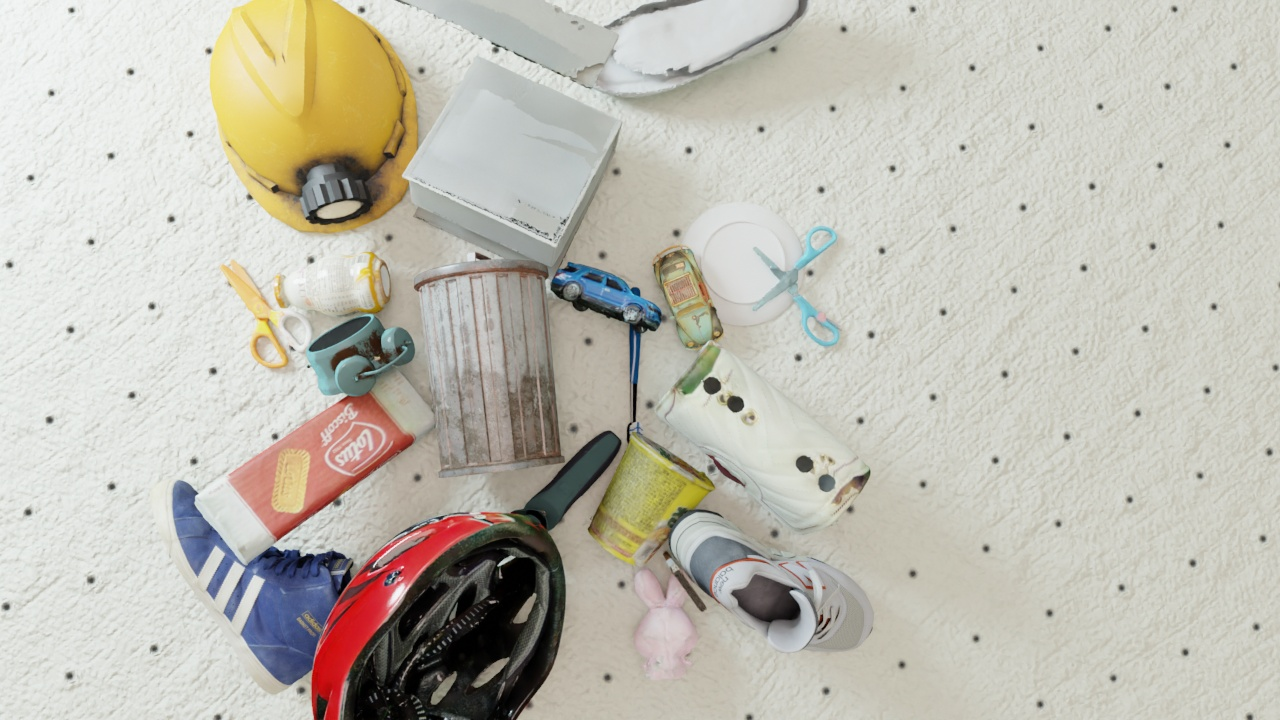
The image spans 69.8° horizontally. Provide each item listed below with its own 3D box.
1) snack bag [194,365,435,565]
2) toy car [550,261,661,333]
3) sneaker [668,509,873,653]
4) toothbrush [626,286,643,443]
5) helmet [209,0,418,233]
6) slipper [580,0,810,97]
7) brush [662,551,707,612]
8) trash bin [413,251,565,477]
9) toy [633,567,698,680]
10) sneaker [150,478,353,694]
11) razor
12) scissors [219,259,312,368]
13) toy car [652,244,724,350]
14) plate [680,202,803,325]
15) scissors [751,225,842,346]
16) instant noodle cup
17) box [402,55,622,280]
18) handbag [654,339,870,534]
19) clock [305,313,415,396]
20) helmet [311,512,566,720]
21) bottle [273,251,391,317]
[{"bbox_3d":[-0.302,0.095,0.878,0.224,0.041,0.077,-38,86,-28],"label":"snack bag"},{"bbox_3d":[-0.033,-0.065,0.935,0.120,0.056,0.043,23,84,13],"label":"toy car"},{"bbox_3d":[0.138,0.231,0.858,0.239,0.124,0.089,29,96,-15],"label":"sneaker"},{"bbox_3d":[-0.006,0.006,0.957,0.014,0.014,0.167,6,82,-37],"label":"toothbrush"},{"bbox_3d":[-0.337,-0.267,0.911,0.205,0.131,0.255,-18,84,-5],"label":"helmet"},{"bbox_3d":[0.055,-0.345,0.968,0.247,0.074,0.112,-18,78,5],"label":"slipper"},{"bbox_3d":[0.035,0.200,0.872,0.008,0.143,0.045,-36,96,-5],"label":"brush"},{"bbox_3d":[-0.146,0.001,0.893,0.131,0.131,0.211,-7,86,-4],"label":"trash bin"},{"bbox_3d":[0.024,0.261,0.915,0.063,0.047,0.110,2,72,-6],"label":"toy"},{"bbox_3d":[-0.354,0.188,0.878,0.118,0.091,0.233,-31,87,-2],"label":"sneaker"},{"bbox_3d":[-0.073,0.127,0.928,0.047,0.052,0.142,44,74,0],"label":"razor"},{"bbox_3d":[-0.387,-0.056,0.943,0.070,0.013,0.130,-31,87,-7],"label":"scissors"},{"bbox_3d":[0.046,-0.066,0.948,0.047,0.047,0.112,-23,85,12],"label":"toy car"},{"bbox_3d":[0.109,-0.104,0.977,0.134,0.011,0.134,0,84,-3],"label":"plate"},{"bbox_3d":[0.177,-0.083,0.972,0.135,0.015,0.135,46,73,-12],"label":"scissors"},{"bbox_3d":[0.005,0.140,0.906,0.102,0.102,0.108,33,92,1],"label":"instant noodle cup"},{"bbox_3d":[-0.137,-0.181,1.076,0.169,0.404,0.171,25,82,0],"label":"box"},{"bbox_3d":[0.115,0.075,0.893,0.198,0.142,0.096,41,85,3],"label":"handbag"},{"bbox_3d":[-0.272,-0.004,0.891,0.089,0.124,0.053,-44,120,-35],"label":"clock"},{"bbox_3d":[-0.183,0.252,0.832,0.167,0.217,0.271,25,78,45],"label":"helmet"},{"bbox_3d":[-0.311,-0.075,0.926,0.108,0.063,0.063,-5,84,-2],"label":"bottle"}]
